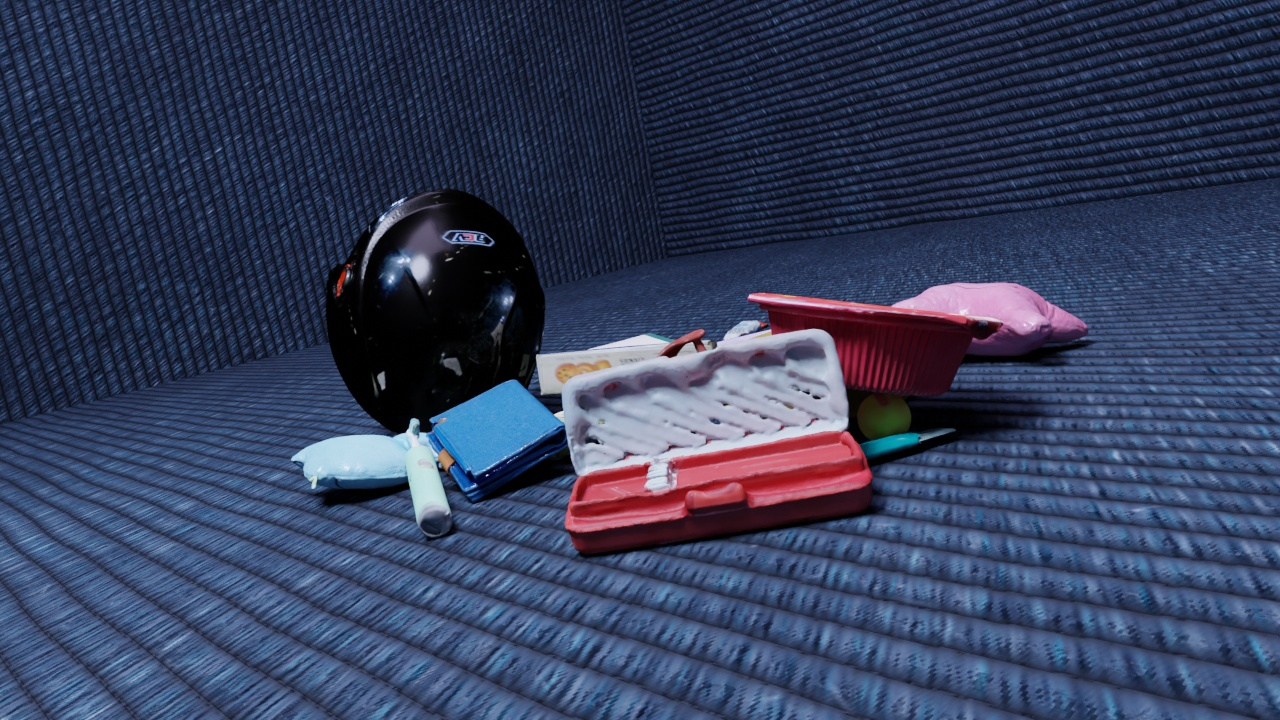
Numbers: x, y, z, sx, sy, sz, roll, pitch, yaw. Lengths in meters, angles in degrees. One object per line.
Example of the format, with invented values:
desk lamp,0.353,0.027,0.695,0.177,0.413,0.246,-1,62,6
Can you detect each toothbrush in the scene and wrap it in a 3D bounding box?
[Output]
toothbrush,0.151,-0.032,1.120,0.190,0.029,0.021,-15,39,50
toothbrush,-0.187,0.094,0.788,0.026,0.027,0.224,11,10,-21

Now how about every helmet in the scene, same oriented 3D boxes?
helmet,-0.219,-0.040,1.015,0.233,0.275,0.230,2,30,-29

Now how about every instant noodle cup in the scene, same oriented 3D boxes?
instant noodle cup,0.178,-0.013,0.724,0.194,0.066,0.194,6,4,-1

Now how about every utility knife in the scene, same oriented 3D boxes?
utility knife,0.149,0.072,0.667,0.179,0.013,0.029,-14,13,-12

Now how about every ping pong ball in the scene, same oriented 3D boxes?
ping pong ball,0.188,0.044,0.707,0.040,0.040,0.040,-11,9,2

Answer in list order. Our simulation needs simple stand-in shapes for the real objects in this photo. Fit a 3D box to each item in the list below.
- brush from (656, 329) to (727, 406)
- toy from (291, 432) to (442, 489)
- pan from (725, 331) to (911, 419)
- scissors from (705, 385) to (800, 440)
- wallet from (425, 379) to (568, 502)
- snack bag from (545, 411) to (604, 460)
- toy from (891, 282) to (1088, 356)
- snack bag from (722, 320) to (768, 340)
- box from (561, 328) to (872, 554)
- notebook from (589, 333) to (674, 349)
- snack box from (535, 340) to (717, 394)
brush,0.037,0.023,0.797,0.063,0.069,0.146,-25,-8,-24
toy,-0.248,0.096,0.882,0.161,0.050,0.156,3,8,19
pan,0.193,-0.001,0.966,0.198,0.078,0.356,-6,17,15
scissors,0.063,0.058,0.743,0.192,0.015,0.206,-19,13,15
wallet,-0.131,0.069,0.826,0.106,0.040,0.133,-30,28,-17
snack bag,-0.037,0.056,0.921,0.111,0.039,0.190,-18,2,42
toy,0.344,-0.043,0.934,0.195,0.074,0.178,8,7,40
snack bag,0.148,-0.039,1.302,0.048,0.026,0.104,-14,8,24
box,0.047,0.059,0.631,0.201,0.074,0.154,-11,50,6
notebook,0.001,0.000,1.197,0.150,0.012,0.209,-16,18,-26
snack box,-0.006,0.006,0.998,0.178,0.046,0.182,-5,1,7
